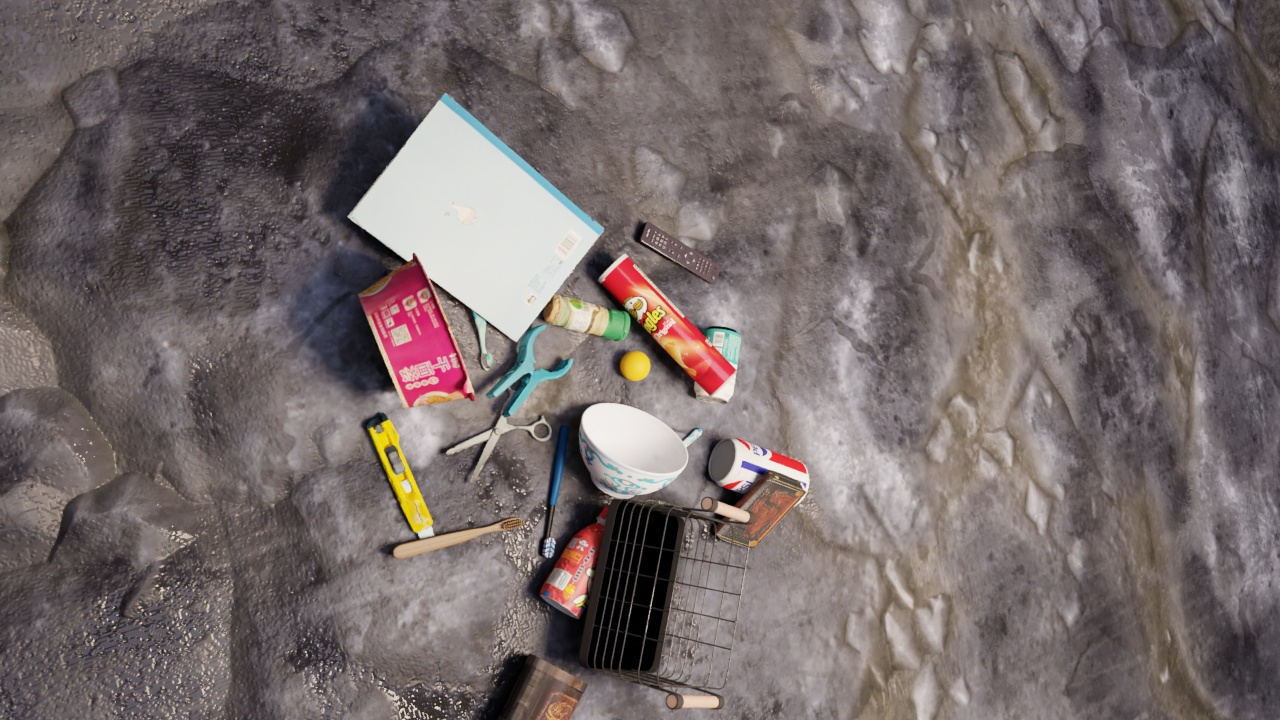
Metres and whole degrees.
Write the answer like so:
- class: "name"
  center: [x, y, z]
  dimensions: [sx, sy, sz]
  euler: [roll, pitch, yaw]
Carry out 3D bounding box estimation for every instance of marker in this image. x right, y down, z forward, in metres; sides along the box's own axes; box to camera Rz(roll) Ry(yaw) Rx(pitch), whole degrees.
- class: "marker"
  center: [0.035, 0.134, 1.244]
  dimensions: [0.141, 0.013, 0.013]
  euler: [-38, 103, -28]

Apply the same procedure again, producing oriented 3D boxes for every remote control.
- class: "remote control"
  center: [0.055, -0.148, 1.286]
  dimensions: [0.136, 0.015, 0.032]
  euler: [28, 71, -27]

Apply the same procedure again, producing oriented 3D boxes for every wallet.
- class: "wallet"
  center: [0.164, 0.205, 1.258]
  dimensions: [0.072, 0.019, 0.123]
  euler: [23, 118, -30]

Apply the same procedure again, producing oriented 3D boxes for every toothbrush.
- class: "toothbrush"
  center: [-0.213, 0.209, 1.086]
  dimensions: [0.166, 0.016, 0.016]
  euler: [-8, 94, -34]
- class: "toothbrush"
  center: [-0.107, 0.164, 1.159]
  dimensions: [0.014, 0.014, 0.167]
  euler: [17, 76, -39]
- class: "toothbrush"
  center: [-0.199, -0.054, 1.130]
  dimensions: [0.022, 0.017, 0.135]
  euler: [-10, 90, -34]

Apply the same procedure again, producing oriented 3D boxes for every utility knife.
- class: "utility knife"
  center: [-0.275, 0.139, 1.067]
  dimensions: [0.030, 0.017, 0.165]
  euler: [-25, 100, -24]

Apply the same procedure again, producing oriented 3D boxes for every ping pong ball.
- class: "ping pong ball"
  center: [-0.007, 0.007, 1.218]
  dimensions: [0.040, 0.040, 0.040]
  euler: [4, 82, -29]

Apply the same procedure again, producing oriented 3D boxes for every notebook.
- class: "notebook"
  center: [-0.187, -0.162, 1.089]
  dimensions: [0.253, 0.009, 0.181]
  euler: [39, 90, -28]

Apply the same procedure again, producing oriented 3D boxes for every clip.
- class: "clip"
  center: [-0.146, -0.003, 1.138]
  dimensions: [0.129, 0.031, 0.121]
  euler: [-26, 102, -36]

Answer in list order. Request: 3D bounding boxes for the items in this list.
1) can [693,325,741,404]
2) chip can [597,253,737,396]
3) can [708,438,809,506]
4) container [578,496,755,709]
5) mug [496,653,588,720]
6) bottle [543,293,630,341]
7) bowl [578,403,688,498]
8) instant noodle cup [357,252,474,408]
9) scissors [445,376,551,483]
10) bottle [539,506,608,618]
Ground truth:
- class: "can"
  center: [0.107, 0.006, 1.275]
  dimensions: [0.055, 0.055, 0.101]
  euler: [16, 77, -27]
- class: "chip can"
  center: [0.036, -0.046, 1.212]
  dimensions: [0.214, 0.052, 0.051]
  euler: [46, 64, -1]
- class: "can"
  center: [0.166, 0.158, 1.282]
  dimensions: [0.132, 0.070, 0.070]
  euler: [22, 74, -26]
- class: "container"
  center: [0.041, 0.290, 1.128]
  dimensions: [0.162, 0.130, 0.241]
  euler: [28, 70, -51]
- class: "mug"
  center: [-0.113, 0.424, 1.096]
  dimensions: [0.116, 0.080, 0.107]
  euler: [49, 62, -46]
- class: "bottle"
  center: [-0.070, -0.056, 1.191]
  dimensions: [0.111, 0.043, 0.043]
  euler: [13, 78, -27]
- class: "bowl"
  center: [-0.020, 0.126, 1.165]
  dimensions: [0.143, 0.144, 0.074]
  euler: [10, 119, -28]
- class: "instant noodle cup"
  center: [-0.253, -0.023, 1.018]
  dimensions: [0.077, 0.179, 0.178]
  euler: [-23, 96, -14]
- class: "scissors"
  center: [-0.174, 0.071, 1.132]
  dimensions: [0.141, 0.014, 0.161]
  euler: [1, 83, -33]
- class: "bottle"
  center: [-0.066, 0.247, 1.145]
  dimensions: [0.062, 0.062, 0.137]
  euler: [40, 68, -20]
